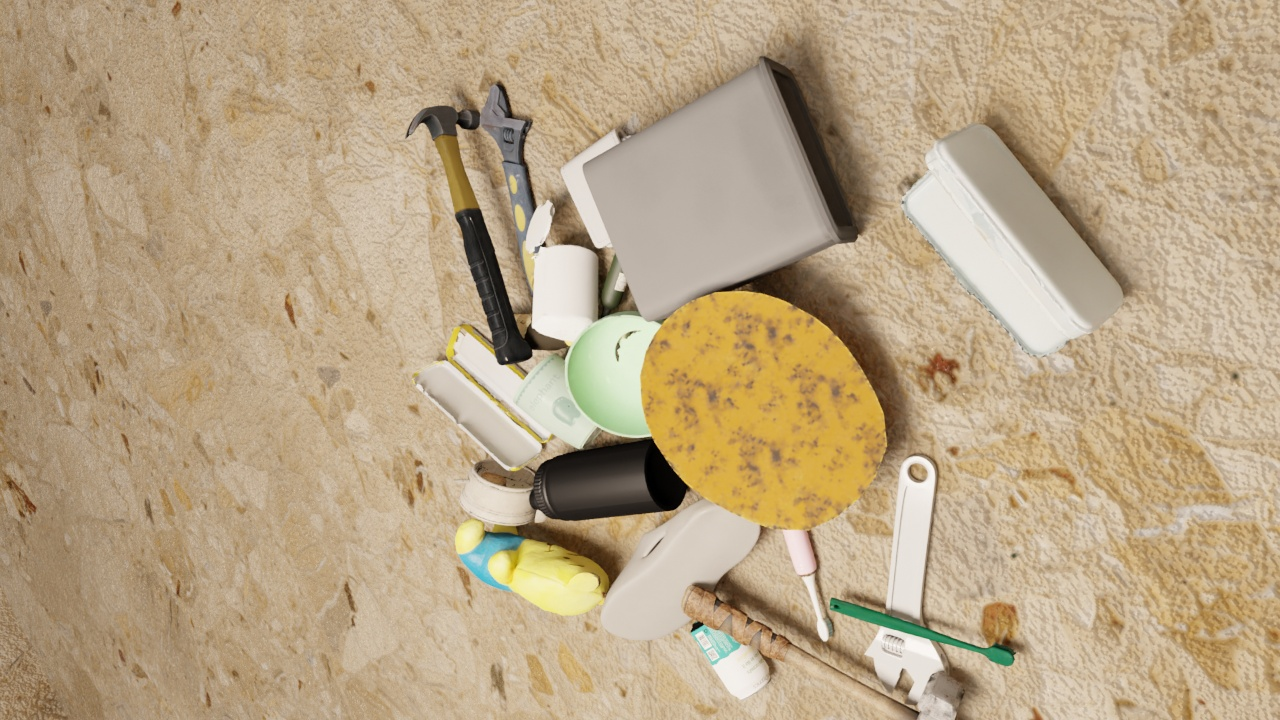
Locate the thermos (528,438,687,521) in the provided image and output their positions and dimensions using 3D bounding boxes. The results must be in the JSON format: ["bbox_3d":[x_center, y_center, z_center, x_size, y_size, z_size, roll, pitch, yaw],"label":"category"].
[{"bbox_3d":[-0.049,0.150,1.122,0.199,0.086,0.086,-13,94,36],"label":"thermos"}]

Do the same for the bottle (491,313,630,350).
[{"bbox_3d":[-0.097,-0.034,1.139,0.185,0.045,0.045,2,102,26],"label":"bottle"}]

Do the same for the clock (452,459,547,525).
[{"bbox_3d":[-0.161,0.173,1.208,0.157,0.103,0.061,17,104,4],"label":"clock"}]

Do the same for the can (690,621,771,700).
[{"bbox_3d":[0.106,0.343,1.081,0.055,0.054,0.101,-43,77,33],"label":"can"}]

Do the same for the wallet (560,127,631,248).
[{"bbox_3d":[-0.022,-0.201,1.053,0.116,0.037,0.118,-28,84,30],"label":"wallet"}]

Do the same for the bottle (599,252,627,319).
[{"bbox_3d":[-0.032,-0.082,1.083,0.025,0.025,0.106,25,104,27],"label":"bottle"}]

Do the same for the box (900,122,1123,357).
[{"bbox_3d":[0.317,-0.093,0.831,0.215,0.106,0.127,56,148,10],"label":"box"}]

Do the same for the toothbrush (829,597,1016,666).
[{"bbox_3d":[0.287,0.277,0.946,0.190,0.017,0.016,11,104,32],"label":"toothbrush"}]

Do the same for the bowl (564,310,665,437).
[{"bbox_3d":[-0.006,0.006,1.053,0.151,0.076,0.151,4,115,9],"label":"bowl"}]

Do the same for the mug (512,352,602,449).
[{"bbox_3d":[-0.082,0.042,1.130,0.104,0.084,0.111,39,95,9],"label":"mug"}]

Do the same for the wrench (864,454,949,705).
[{"bbox_3d":[0.288,0.232,0.956,0.087,0.018,0.273,12,106,32],"label":"wrench"}]

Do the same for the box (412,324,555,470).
[{"bbox_3d":[-0.201,0.049,1.222,0.210,0.057,0.117,39,84,20],"label":"box"}]

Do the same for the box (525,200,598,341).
[{"bbox_3d":[-0.092,-0.109,1.086,0.084,0.092,0.166,142,134,-63],"label":"box"}]

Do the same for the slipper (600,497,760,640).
[{"bbox_3d":[0.044,0.231,1.089,0.113,0.080,0.267,20,126,-19],"label":"slipper"}]

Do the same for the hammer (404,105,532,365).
[{"bbox_3d":[-0.203,-0.155,1.118,0.025,0.117,0.333,-21,84,38],"label":"hammer"}]

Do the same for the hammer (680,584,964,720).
[{"bbox_3d":[0.185,0.332,0.996,0.319,0.048,0.122,24,119,23],"label":"hammer"}]

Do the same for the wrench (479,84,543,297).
[{"bbox_3d":[-0.152,-0.209,1.147,0.073,0.022,0.273,-7,97,36],"label":"wrench"}]

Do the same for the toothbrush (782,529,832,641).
[{"bbox_3d":[0.176,0.205,1.020,0.027,0.026,0.222,-15,93,49],"label":"toothbrush"}]

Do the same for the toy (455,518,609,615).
[{"bbox_3d":[-0.135,0.269,1.177,0.214,0.149,0.084,18,87,24],"label":"toy"}]

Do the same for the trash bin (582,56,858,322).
[{"bbox_3d":[0.078,-0.166,0.936,0.220,0.097,0.192,-23,88,27],"label":"trash bin"}]

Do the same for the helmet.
[{"bbox_3d":[0.120,0.045,0.953,0.255,0.131,0.205,43,94,0],"label":"helmet"}]
